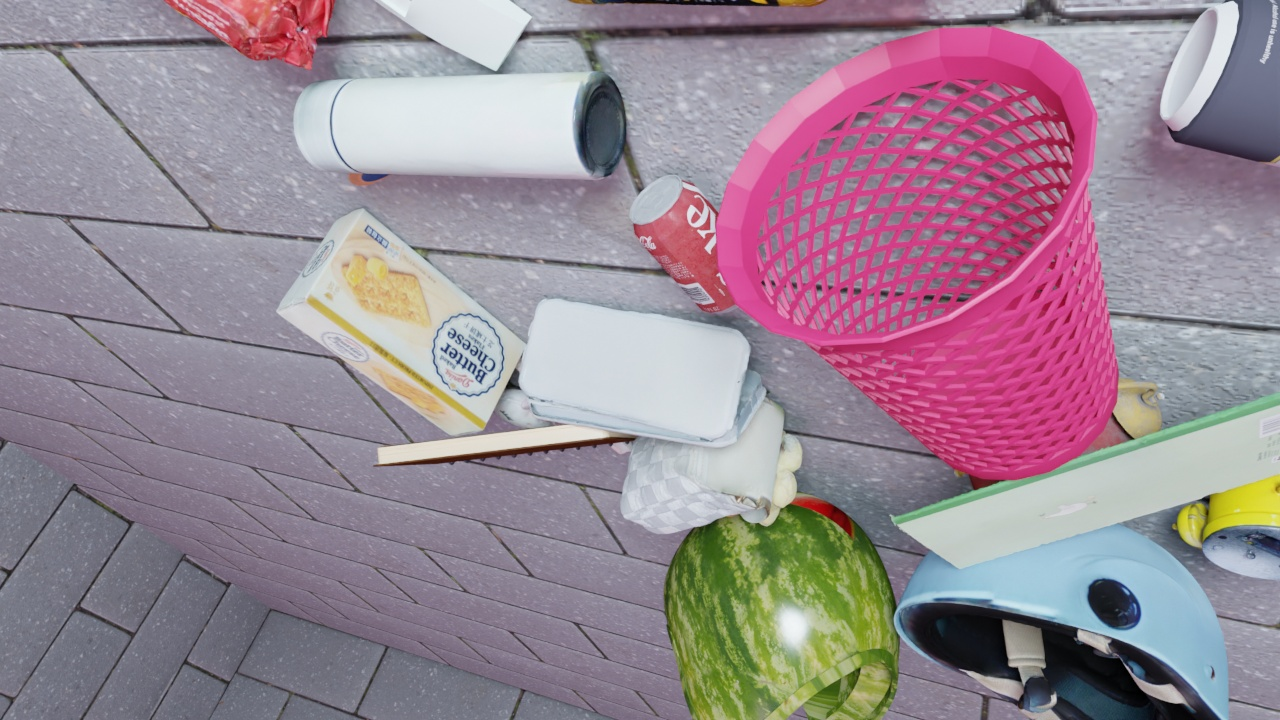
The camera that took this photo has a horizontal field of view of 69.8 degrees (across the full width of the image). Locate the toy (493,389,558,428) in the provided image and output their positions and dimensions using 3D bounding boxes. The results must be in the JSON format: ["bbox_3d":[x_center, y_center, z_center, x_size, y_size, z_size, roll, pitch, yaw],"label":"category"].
[{"bbox_3d":[-0.126,0.051,0.971,0.126,0.037,0.076,11,159,43],"label":"toy"}]

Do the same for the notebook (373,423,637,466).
[{"bbox_3d":[-0.124,0.082,0.903,0.226,0.024,0.167,-8,173,10],"label":"notebook"}]

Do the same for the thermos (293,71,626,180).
[{"bbox_3d":[-0.124,-0.155,0.610,0.230,0.067,0.068,7,147,26],"label":"thermos"}]

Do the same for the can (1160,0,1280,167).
[{"bbox_3d":[0.300,-0.111,0.393,0.127,0.064,0.064,17,151,9],"label":"can"}]

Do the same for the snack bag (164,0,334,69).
[{"bbox_3d":[-0.267,-0.247,0.546,0.176,0.082,0.083,33,149,-19],"label":"snack bag"}]

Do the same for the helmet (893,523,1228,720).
[{"bbox_3d":[0.357,0.219,0.794,0.265,0.166,0.226,21,149,-2],"label":"helmet"}]

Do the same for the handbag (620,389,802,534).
[{"bbox_3d":[0.067,0.106,0.860,0.123,0.112,0.172,28,147,-31],"label":"handbag"}]

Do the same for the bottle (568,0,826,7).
[{"bbox_3d":[0.049,-0.196,0.436,0.186,0.053,0.053,10,149,21],"label":"bottle"}]

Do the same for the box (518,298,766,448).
[{"bbox_3d":[-0.007,0.002,0.774,0.217,0.107,0.110,5,131,27],"label":"box"}]

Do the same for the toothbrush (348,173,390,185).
[{"bbox_3d":[-0.188,-0.155,0.709,0.135,0.017,0.021,-6,137,44],"label":"toothbrush"}]

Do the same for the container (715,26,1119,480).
[{"bbox_3d":[0.177,-0.035,0.514,0.184,0.182,0.225,-3,150,37],"label":"container"}]

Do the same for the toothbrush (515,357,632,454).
[{"bbox_3d":[-0.070,0.048,0.962,0.018,0.015,0.181,-17,133,40],"label":"toothbrush"}]

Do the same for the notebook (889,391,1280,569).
[{"bbox_3d":[0.315,0.088,0.618,0.253,0.010,0.182,-24,149,23],"label":"notebook"}]

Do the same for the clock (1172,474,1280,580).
[{"bbox_3d":[0.460,0.128,0.688,0.083,0.057,0.119,23,151,-2],"label":"clock"}]

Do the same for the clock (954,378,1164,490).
[{"bbox_3d":[0.289,0.049,0.638,0.117,0.081,0.159,-4,151,-12],"label":"clock"}]

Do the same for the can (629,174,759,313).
[{"bbox_3d":[0.038,-0.080,0.637,0.054,0.053,0.096,-8,139,42],"label":"can"}]

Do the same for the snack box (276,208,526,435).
[{"bbox_3d":[-0.211,-0.029,0.840,0.058,0.104,0.208,-10,138,46],"label":"snack box"}]

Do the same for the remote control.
[{"bbox_3d":[-0.139,-0.226,0.544,0.143,0.024,0.050,32,149,-17],"label":"remote control"}]

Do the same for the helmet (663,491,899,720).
[{"bbox_3d":[0.138,0.250,0.932,0.213,0.247,0.244,10,120,-34],"label":"helmet"}]
